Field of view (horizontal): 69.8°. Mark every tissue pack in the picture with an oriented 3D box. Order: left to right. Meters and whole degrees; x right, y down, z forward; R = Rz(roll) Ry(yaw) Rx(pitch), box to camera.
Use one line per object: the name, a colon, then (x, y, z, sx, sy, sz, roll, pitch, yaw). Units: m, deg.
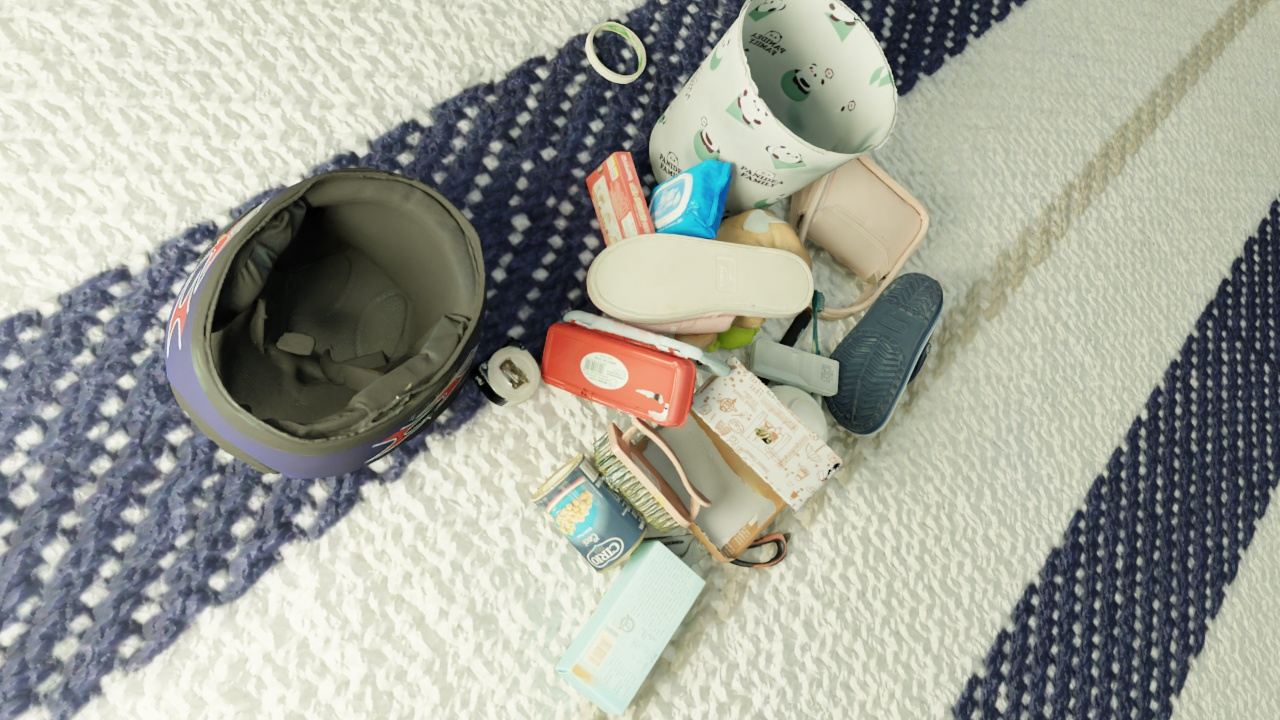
tissue pack: (0.048, -0.181, 1.118, 0.052, 0.157, 0.094, 25, 66, -28)

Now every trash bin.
trash bin: (0.148, -0.302, 1.154, 0.229, 0.253, 0.229, 9, 70, -27)

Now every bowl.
bowl: (0.191, 0.084, 1.162, 0.116, 0.066, 0.116, 10, 69, -27)

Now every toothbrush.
toothbrush: (0.239, -0.001, 1.232, 0.018, 0.016, 0.191, 7, 79, -27)

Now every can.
can: (-0.056, 0.164, 0.993, 0.111, 0.075, 0.075, 49, 58, -6)

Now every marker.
marker: (0.191, -0.018, 1.224, 0.022, 0.020, 0.131, 36, 60, 3)

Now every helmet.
helmet: (-0.284, -0.016, 0.820, 0.247, 0.241, 0.314, 41, 48, -13)

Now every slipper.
slipper: (0.070, -0.087, 1.065, 0.274, 0.055, 0.114, -2, 76, -16)
slipper: (0.333, -0.007, 1.260, 0.252, 0.105, 0.095, -58, 149, -15)

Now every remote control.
remote control: (0.201, 0.008, 1.191, 0.125, 0.024, 0.049, 16, 67, -19)

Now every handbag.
handbag: (0.288, -0.165, 1.299, 0.193, 0.094, 0.233, 33, 69, -17)

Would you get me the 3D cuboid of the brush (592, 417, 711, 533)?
brush: (0.015, 0.129, 1.000, 0.073, 0.063, 0.145, -38, 111, 7)

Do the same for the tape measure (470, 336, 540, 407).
tape measure: (-0.145, 0.017, 1.016, 0.066, 0.034, 0.065, 50, 59, -5)

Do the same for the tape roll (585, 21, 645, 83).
tape roll: (-0.033, -0.413, 1.231, 0.085, 0.014, 0.085, 9, 70, -27)

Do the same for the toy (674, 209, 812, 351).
toy: (0.105, -0.097, 1.138, 0.143, 0.082, 0.225, 38, 71, 26)

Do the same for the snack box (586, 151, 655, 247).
snack box: (-0.019, -0.170, 1.122, 0.025, 0.075, 0.153, -12, 79, -33)

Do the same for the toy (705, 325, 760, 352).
toy: (0.107, -0.045, 1.178, 0.100, 0.031, 0.096, 21, 59, -15)

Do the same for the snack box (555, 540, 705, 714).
snack box: (-0.009, 0.284, 0.987, 0.074, 0.052, 0.174, 43, 64, -11)

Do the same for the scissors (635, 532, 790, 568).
scissors: (0.090, 0.210, 1.096, 0.189, 0.015, 0.225, 38, 61, -14)

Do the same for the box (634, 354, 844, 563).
box: (0.100, 0.118, 1.065, 0.185, 0.154, 0.182, -45, 84, -1)

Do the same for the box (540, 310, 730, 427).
box: (-0.004, 0.005, 1.016, 0.101, 0.202, 0.095, -1, 105, -51)
